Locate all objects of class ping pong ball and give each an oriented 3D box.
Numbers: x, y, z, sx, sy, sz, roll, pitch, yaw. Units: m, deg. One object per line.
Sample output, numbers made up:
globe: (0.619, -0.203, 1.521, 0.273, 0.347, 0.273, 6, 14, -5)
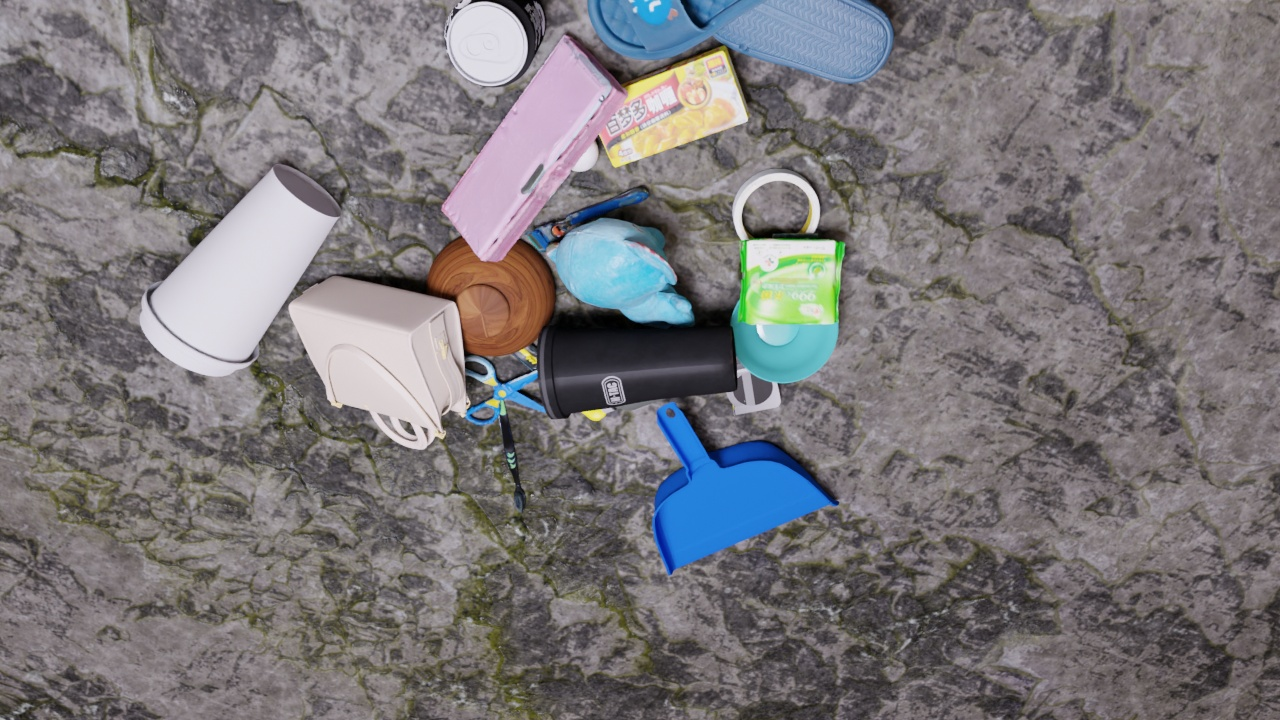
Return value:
ping pong ball: (-0.064, -0.218, 0.961, 0.040, 0.040, 0.040, 0, 119, 0)

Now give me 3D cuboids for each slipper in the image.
slipper: (0.142, -0.338, 0.889, 0.214, 0.059, 0.104, 27, 125, -1)
slipper: (0.042, -0.344, 0.853, 0.214, 0.059, 0.104, -10, 115, 32)

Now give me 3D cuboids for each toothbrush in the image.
toothbrush: (-0.165, 0.115, 1.157, 0.014, 0.017, 0.188, -5, 117, 4)

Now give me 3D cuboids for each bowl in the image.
bowl: (0.161, -0.038, 1.049, 0.121, 0.046, 0.121, 0, 100, 0)
bowl: (-0.171, -0.064, 1.020, 0.147, 0.068, 0.147, 0, 112, 1)

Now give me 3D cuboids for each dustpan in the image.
dustpan: (0.091, 0.148, 1.154, 0.246, 0.059, 0.258, -26, 114, 13)

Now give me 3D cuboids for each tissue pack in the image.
tissue pack: (0.163, -0.088, 1.000, 0.114, 0.034, 0.099, 0, 101, 1)

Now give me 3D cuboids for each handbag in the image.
handbag: (-0.283, 0.018, 1.036, 0.195, 0.101, 0.198, 13, 127, 26)

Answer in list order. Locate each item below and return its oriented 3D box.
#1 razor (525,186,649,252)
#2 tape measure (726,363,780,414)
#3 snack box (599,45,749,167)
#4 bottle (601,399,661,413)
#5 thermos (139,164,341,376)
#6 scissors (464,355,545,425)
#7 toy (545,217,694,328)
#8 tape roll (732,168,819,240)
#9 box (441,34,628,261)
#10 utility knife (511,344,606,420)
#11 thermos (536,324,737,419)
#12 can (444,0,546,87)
razor: (-0.056, -0.159, 1.008, 0.141, 0.018, 0.044, -22, 152, 8)
tape measure: (0.135, 0.033, 1.113, 0.064, 0.016, 0.065, -11, 118, 5)
snack box: (0.028, -0.256, 0.934, 0.152, 0.025, 0.075, -15, 119, 21)
bottle: (0.001, 0.024, 1.083, 0.108, 0.060, 0.060, -21, 117, 10)
thermos: (-0.422, -0.099, 0.985, 0.131, 0.131, 0.222, 39, 104, -19)
scissors: (-0.171, 0.032, 1.108, 0.126, 0.016, 0.125, -26, 113, 21)
toy: (-0.005, -0.095, 0.995, 0.180, 0.184, 0.114, 32, 72, -39)
tape roll: (0.148, -0.162, 1.005, 0.094, 0.019, 0.094, 0, 119, 0)
box: (-0.116, -0.213, 0.943, 0.233, 0.041, 0.098, -47, 71, 23)
utility knife: (-0.118, 0.007, 1.098, 0.198, 0.020, 0.029, 39, 110, -17)
thermos: (-0.006, 0.006, 1.007, 0.219, 0.105, 0.106, -5, 119, 9)
can: (-0.133, -0.306, 0.853, 0.080, 0.145, 0.080, 0, 118, 0)
